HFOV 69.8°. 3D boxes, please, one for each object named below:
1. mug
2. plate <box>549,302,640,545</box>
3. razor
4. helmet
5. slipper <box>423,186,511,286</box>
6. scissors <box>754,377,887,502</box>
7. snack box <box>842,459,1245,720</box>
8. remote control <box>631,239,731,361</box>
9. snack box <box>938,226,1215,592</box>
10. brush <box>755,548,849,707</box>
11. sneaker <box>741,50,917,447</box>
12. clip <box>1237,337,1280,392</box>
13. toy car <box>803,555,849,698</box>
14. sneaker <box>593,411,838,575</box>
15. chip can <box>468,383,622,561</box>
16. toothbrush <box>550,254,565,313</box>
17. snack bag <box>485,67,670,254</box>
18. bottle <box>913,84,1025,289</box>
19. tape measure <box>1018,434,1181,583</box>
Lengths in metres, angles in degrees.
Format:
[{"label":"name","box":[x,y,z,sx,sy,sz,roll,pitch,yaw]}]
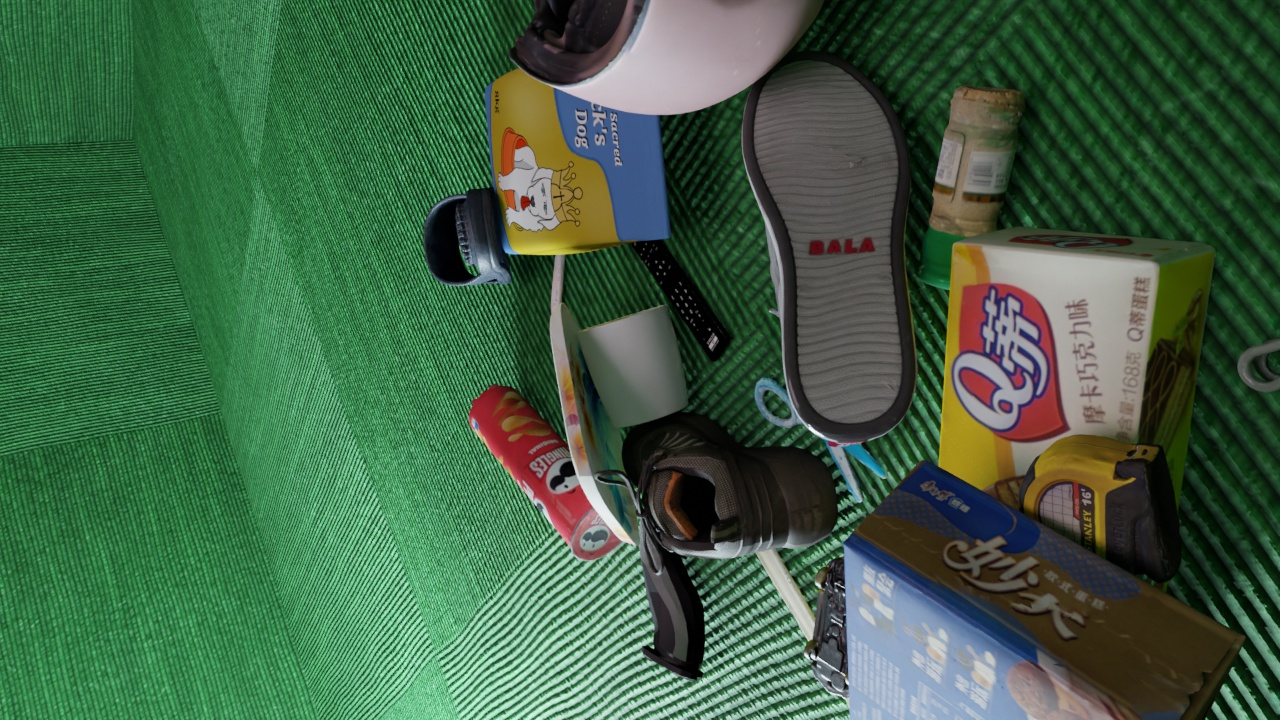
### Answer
[{"label":"mug","box":[-0.005,0.005,0.805,0.114,0.081,0.087,-144,37,-85]},{"label":"plate","box":[-0.041,0.059,0.794,0.187,0.016,0.186,65,-169,-59]},{"label":"razor","box":[0.026,0.212,0.840,0.057,0.060,0.156,50,-147,-70]},{"label":"helmet","box":[0.037,-0.269,0.566,0.231,0.152,0.255,-29,50,53]},{"label":"slipper","box":[-0.175,-0.122,0.906,0.263,0.082,0.101,-145,48,-82]},{"label":"scissors","box":[0.135,0.035,0.661,0.140,0.013,0.115,46,137,41]},{"label":"snack box","box":[0.186,0.171,0.466,0.155,0.069,0.203,32,148,39]},{"label":"remote control","box":[0.032,-0.061,0.777,0.140,0.009,0.030,57,141,26]},{"label":"snack box","box":[0.224,0.049,0.496,0.110,0.061,0.230,19,116,51]},{"label":"brush","box":[0.145,0.227,0.712,0.217,0.012,0.033,59,142,26]},{"label":"sneaker","box":[0.120,-0.068,0.591,0.129,0.097,0.262,66,-162,-73]},{"label":"clip","box":[0.294,-0.008,0.394,0.078,0.049,0.023,-40,66,46]},{"label":"toy car","box":[0.150,0.196,0.674,0.049,0.030,0.107,24,113,48]},{"label":"sneaker","box":[0.025,0.110,0.723,0.238,0.142,0.101,8,108,58]},{"label":"chip can","box":[-0.102,0.110,0.970,0.233,0.073,0.073,41,132,42]},{"label":"toothbrush","box":[-0.081,-0.124,0.912,0.016,0.018,0.181,37,130,44]},{"label":"snack bag","box":[-0.041,-0.170,0.757,0.206,0.102,0.159,5,103,57]},{"label":"bottle","box":[0.186,-0.097,0.520,0.043,0.043,0.111,30,124,47]},{"label":"tape measure","box":[0.212,0.066,0.428,0.064,0.037,0.065,-1,114,49]}]
